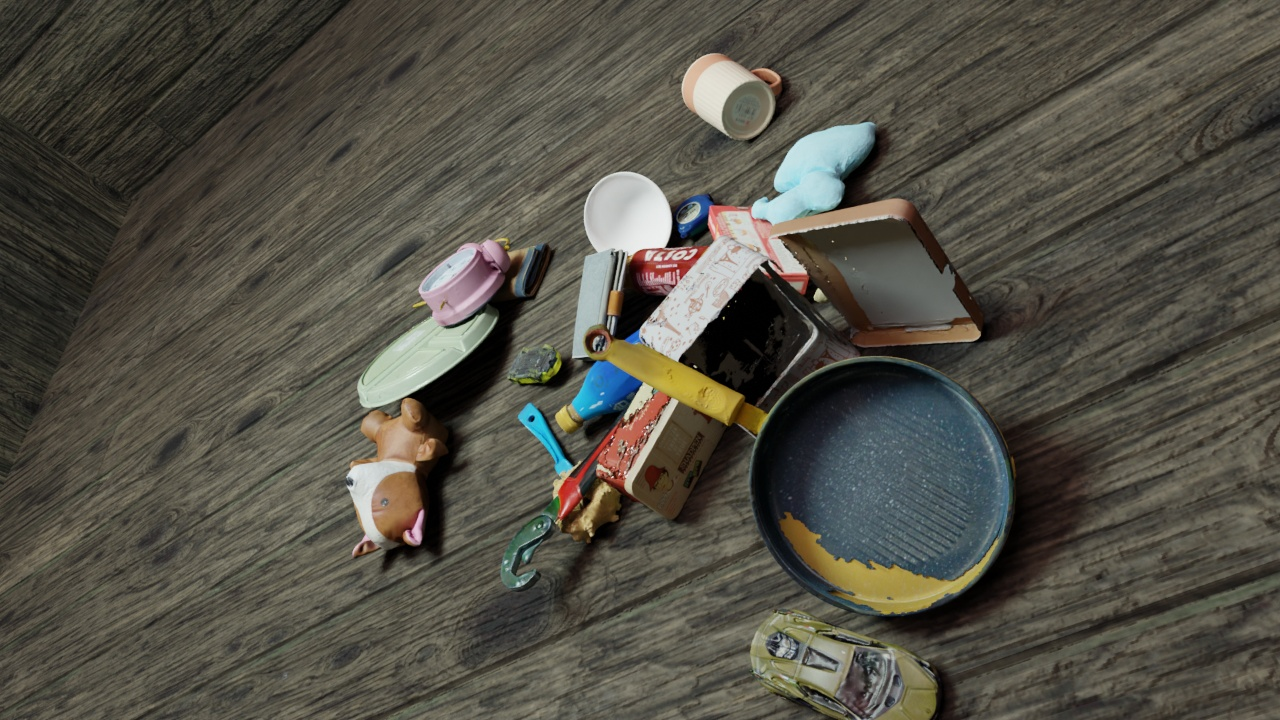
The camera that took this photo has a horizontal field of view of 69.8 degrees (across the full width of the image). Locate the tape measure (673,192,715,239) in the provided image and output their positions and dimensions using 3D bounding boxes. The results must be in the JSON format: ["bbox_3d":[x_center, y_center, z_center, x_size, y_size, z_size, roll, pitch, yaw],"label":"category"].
[{"bbox_3d":[0.069,-0.178,1.133,0.058,0.025,0.054,-36,39,11],"label":"tape measure"}]

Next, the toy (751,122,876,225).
[{"bbox_3d":[0.192,-0.208,1.013,0.161,0.050,0.156,-25,38,14],"label":"toy"}]

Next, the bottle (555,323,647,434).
[{"bbox_3d":[-0.006,0.006,1.024,0.219,0.065,0.065,-38,40,13],"label":"bottle"}]

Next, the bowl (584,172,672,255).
[{"bbox_3d":[-0.005,-0.183,1.165,0.118,0.118,0.064,-24,7,28],"label":"bowl"}]

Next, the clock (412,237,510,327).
[{"bbox_3d":[-0.242,-0.119,1.295,0.158,0.060,0.117,-48,28,-24],"label":"clock"}]

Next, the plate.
[{"bbox_3d":[-0.302,-0.015,1.288,0.230,0.027,0.229,-26,23,12],"label":"plate"}]

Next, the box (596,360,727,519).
[{"bbox_3d":[0.026,0.063,0.928,0.076,0.091,0.168,17,72,45],"label":"box"}]

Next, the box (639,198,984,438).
[{"bbox_3d":[0.150,-0.039,0.825,0.271,0.179,0.134,-31,41,23],"label":"box"}]

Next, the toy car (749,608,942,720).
[{"bbox_3d":[0.154,0.240,0.708,0.158,0.042,0.070,6,65,43],"label":"toy car"}]

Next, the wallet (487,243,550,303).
[{"bbox_3d":[-0.186,-0.125,1.330,0.115,0.033,0.090,-5,57,45],"label":"wallet"}]

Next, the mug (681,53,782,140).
[{"bbox_3d":[0.127,-0.342,1.176,0.114,0.082,0.106,-22,40,-12],"label":"mug"}]

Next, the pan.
[{"bbox_3d":[0.113,0.060,0.726,0.357,0.078,0.198,28,97,21],"label":"pan"}]

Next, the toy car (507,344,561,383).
[{"bbox_3d":[-0.134,0.008,1.173,0.105,0.032,0.048,-4,57,55],"label":"toy car"}]

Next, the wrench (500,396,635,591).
[{"bbox_3d":[-0.055,0.121,0.954,0.056,0.016,0.273,22,67,44],"label":"wrench"}]

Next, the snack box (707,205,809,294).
[{"bbox_3d":[0.124,-0.121,0.987,0.075,0.025,0.152,-1,36,-9],"label":"snack box"}]

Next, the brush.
[{"bbox_3d":[-0.090,0.116,1.045,0.083,0.046,0.254,-51,35,4],"label":"brush"}]

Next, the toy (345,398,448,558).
[{"bbox_3d":[-0.314,0.149,1.168,0.140,0.130,0.199,-20,57,38],"label":"toy"}]

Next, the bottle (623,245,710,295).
[{"bbox_3d":[0.037,-0.104,1.078,0.175,0.057,0.057,5,63,45],"label":"bottle"}]

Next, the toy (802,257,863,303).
[{"bbox_3d":[0.202,-0.109,0.920,0.105,0.066,0.157,-43,25,3],"label":"toy"}]

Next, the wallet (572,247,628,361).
[{"bbox_3d":[-0.046,-0.064,1.098,0.107,0.037,0.129,179,100,-67],"label":"wallet"}]
